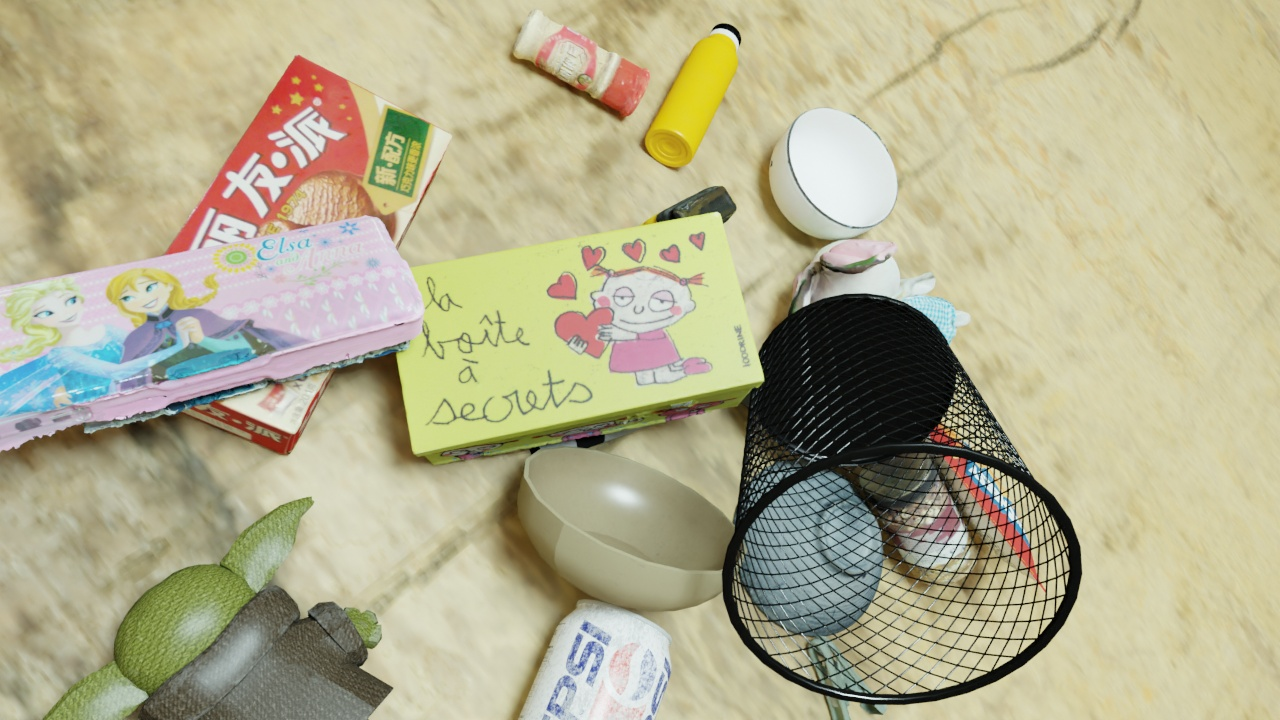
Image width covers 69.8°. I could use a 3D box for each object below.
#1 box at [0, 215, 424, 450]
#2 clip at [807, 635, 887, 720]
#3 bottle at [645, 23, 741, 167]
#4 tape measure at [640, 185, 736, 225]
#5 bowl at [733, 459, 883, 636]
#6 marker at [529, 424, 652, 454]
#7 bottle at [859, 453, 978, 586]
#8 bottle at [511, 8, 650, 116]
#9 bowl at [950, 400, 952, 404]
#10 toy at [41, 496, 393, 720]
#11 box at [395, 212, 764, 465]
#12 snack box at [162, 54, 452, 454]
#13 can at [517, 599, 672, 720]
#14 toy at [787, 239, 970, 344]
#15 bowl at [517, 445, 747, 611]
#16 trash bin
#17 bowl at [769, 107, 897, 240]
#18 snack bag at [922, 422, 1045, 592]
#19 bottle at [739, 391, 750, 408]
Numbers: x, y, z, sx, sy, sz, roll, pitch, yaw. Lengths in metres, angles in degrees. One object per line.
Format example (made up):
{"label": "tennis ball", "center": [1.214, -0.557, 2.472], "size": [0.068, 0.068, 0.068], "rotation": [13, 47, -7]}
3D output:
{"label": "box", "center": [-0.240, -0.017, 0.499], "size": [0.230, 0.053, 0.084], "rotation": [-17, 62, -26]}
{"label": "clip", "center": [0.147, 0.237, 0.676], "size": [0.059, 0.023, 0.076], "rotation": [-27, 88, -32]}
{"label": "bottle", "center": [0.050, -0.230, 0.779], "size": [0.043, 0.043, 0.143], "rotation": [32, 62, -13]}
{"label": "tape measure", "center": [0.035, -0.105, 0.717], "size": [0.065, 0.064, 0.037], "rotation": [-32, 95, -40]}
{"label": "bowl", "center": [0.142, 0.135, 0.688], "size": [0.137, 0.057, 0.137], "rotation": [8, 69, -23]}
{"label": "marker", "center": [-0.014, 0.047, 0.667], "size": [0.140, 0.016, 0.016], "rotation": [-17, 81, -30]}
{"label": "bottle", "center": [0.216, 0.120, 0.711], "size": [0.056, 0.056, 0.105], "rotation": [-50, 119, -30]}
{"label": "bottle", "center": [-0.047, -0.238, 0.736], "size": [0.109, 0.044, 0.044], "rotation": [24, 63, -16]}
{"label": "bowl", "center": [0.188, 0.039, 0.733], "size": [0.109, 0.110, 0.040], "rotation": [2, 107, -25]}
{"label": "toy", "center": [-0.208, 0.177, 0.492], "size": [0.153, 0.078, 0.178], "rotation": [42, 60, 2]}
{"label": "box", "center": [-0.045, -0.012, 0.597], "size": [0.221, 0.081, 0.124], "rotation": [-8, 76, -8]}
{"label": "snack box", "center": [-0.220, -0.071, 0.582], "size": [0.113, 0.060, 0.235], "rotation": [26, 63, -13]}
{"label": "can", "center": [-0.035, 0.223, 0.559], "size": [0.078, 0.078, 0.135], "rotation": [31, 62, -13]}
{"label": "toy", "center": [0.201, -0.058, 0.769], "size": [0.205, 0.131, 0.105], "rotation": [10, 46, -36]}
{"label": "bowl", "center": [-0.012, 0.114, 0.590], "size": [0.152, 0.152, 0.050], "rotation": [17, 105, -20]}
{"label": "trash bin", "center": [0.144, 0.067, 0.575], "size": [0.184, 0.184, 0.209], "rotation": [32, 28, -13]}
{"label": "bowl", "center": [0.158, -0.154, 0.793], "size": [0.113, 0.063, 0.113], "rotation": [9, 69, -24]}
{"label": "snack bag", "center": [0.271, 0.107, 0.739], "size": [0.131, 0.039, 0.143], "rotation": [53, 16, -1]}
{"label": "bottle", "center": [0.064, 0.007, 0.711], "size": [0.113, 0.030, 0.030], "rotation": [32, 62, -13]}
